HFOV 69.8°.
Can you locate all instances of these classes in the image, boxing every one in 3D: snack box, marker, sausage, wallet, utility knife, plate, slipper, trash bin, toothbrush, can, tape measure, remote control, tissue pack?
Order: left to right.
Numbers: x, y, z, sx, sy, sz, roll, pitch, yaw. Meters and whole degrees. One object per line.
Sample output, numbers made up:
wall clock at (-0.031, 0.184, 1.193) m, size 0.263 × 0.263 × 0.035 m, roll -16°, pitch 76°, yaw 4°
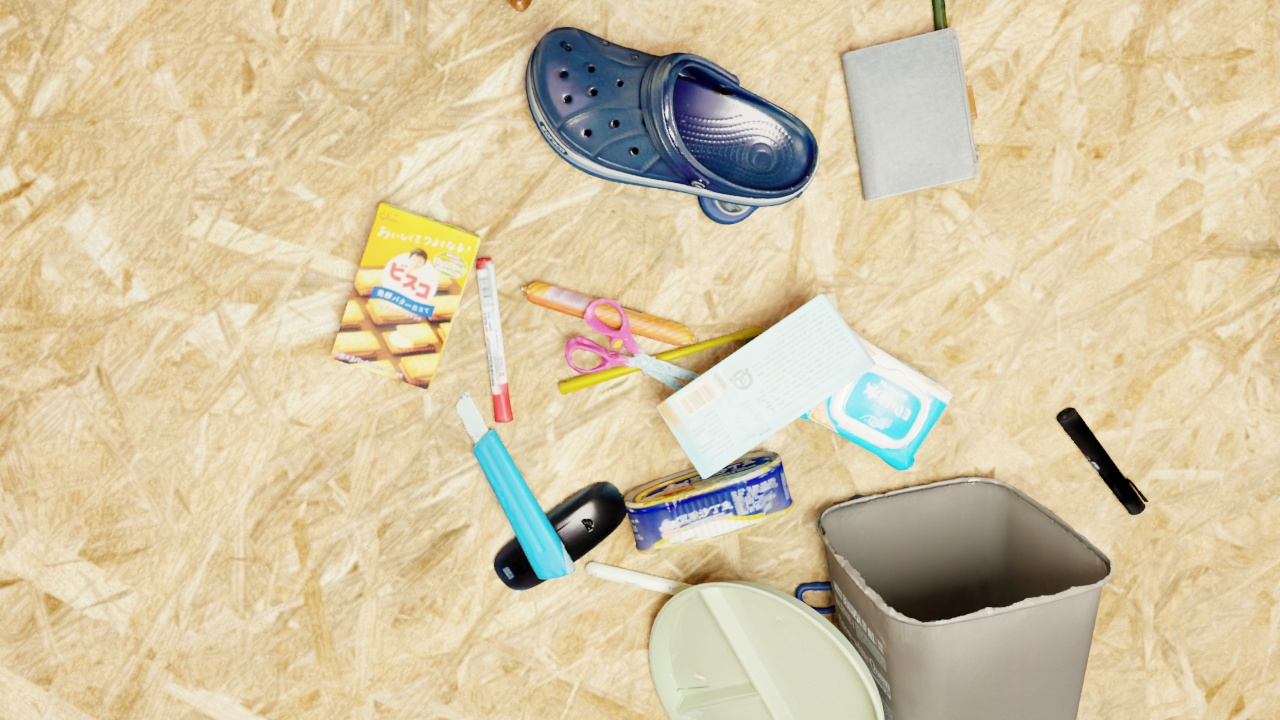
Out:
snack box at (-0.198, -0.054, 0.778) m, size 0.087 × 0.034 × 0.140 m, roll 19°, pitch 95°, yaw -10°
marker at (-0.127, -0.017, 0.800) m, size 0.017 × 0.017 × 0.145 m, roll -6°, pitch 100°, yaw -6°
utility knife at (-0.115, 0.111, 0.811) m, size 0.034 × 0.018 × 0.185 m, roll -29°, pitch 90°, yaw 4°
remote control at (-0.072, 0.162, 0.834) m, size 0.136 × 0.024 × 0.053 m, roll -36°, pitch 101°, yaw 0°
sausage at (-0.026, -0.040, 0.806) m, size 0.165 × 0.021 × 0.021 m, roll 17°, pitch 97°, yaw -9°
toothbrush at (0.020, 0.002, 0.822) m, size 0.190 × 0.015 × 0.016 m, roll -16°, pitch 108°, yaw -4°
slipper at (0.026, -0.192, 0.736) m, size 0.253 × 0.095 × 0.105 m, roll 20°, pitch 79°, yaw -5°
toothbrush at (0.039, 0.218, 0.861) m, size 0.189 × 0.029 × 0.020 m, roll 17°, pitch 55°, yaw -8°
can at (0.061, 0.126, 0.820) m, size 0.148 × 0.074 × 0.049 m, roll -17°, pitch 99°, yaw -3°
tape measure at (0.076, -0.146, 0.798) m, size 0.054 × 0.025 × 0.058 m, roll -41°, pitch 94°, yaw 2°
plate at (0.109, 0.294, 0.813) m, size 0.230 × 0.027 × 0.230 m, roll 14°, pitch 118°, yaw 30°
snack box at (0.105, 0.023, 0.776) m, size 0.175 × 0.051 × 0.074 m, roll -35°, pitch 82°, yaw 10°
tissue pack at (0.203, 0.033, 0.826) m, size 0.140 × 0.063 × 0.090 m, roll 28°, pitch 95°, yaw -11°
wallet at (0.238, -0.214, 0.801) m, size 0.106 × 0.037 × 0.130 m, roll -11°, pitch 100°, yaw 6°
toothbrush at (0.272, -0.255, 0.808) m, size 0.017 × 0.012 × 0.186 m, roll -3°, pitch 103°, yaw 33°
trash bin at (0.273, 0.248, 0.805) m, size 0.198 × 0.199 × 0.220 m, roll -9°, pitch 110°, yaw -9°
marker at (0.448, 0.098, 0.889) m, size 0.022 × 0.020 × 0.132 m, roll -39°, pitch 103°, yaw 12°

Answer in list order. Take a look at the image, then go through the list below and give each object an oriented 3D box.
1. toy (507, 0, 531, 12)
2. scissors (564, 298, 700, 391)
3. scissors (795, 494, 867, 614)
toy at (-0.121, -0.345, 0.697) m, size 0.199 × 0.130 × 0.140 m, roll 9°, pitch 105°, yaw 1°
scissors at (-0.005, 0.008, 0.805) m, size 0.137 × 0.017 × 0.077 m, roll 37°, pitch 96°, yaw -19°
scissors at (0.228, 0.207, 0.886) m, size 0.162 × 0.012 × 0.176 m, roll -22°, pitch 103°, yaw -4°
